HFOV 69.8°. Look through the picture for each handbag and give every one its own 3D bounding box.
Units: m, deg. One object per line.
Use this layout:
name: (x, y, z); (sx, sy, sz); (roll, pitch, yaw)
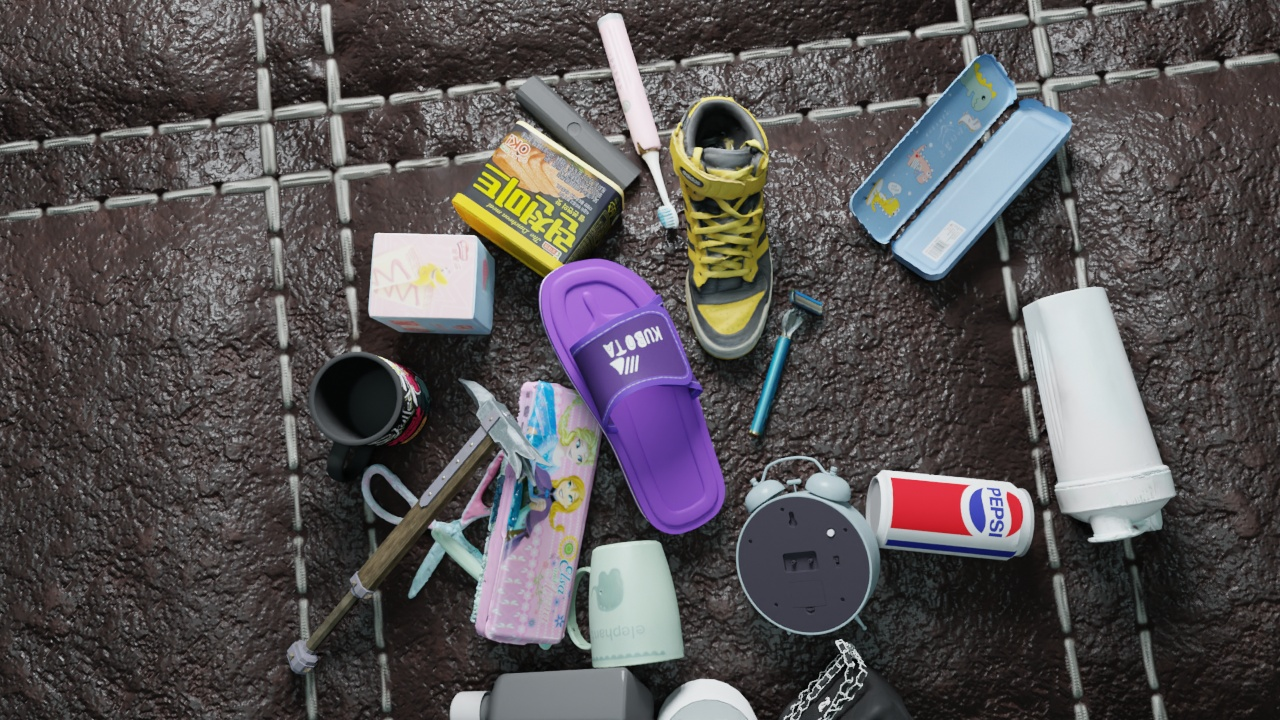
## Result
handbag: (0.158, 0.311, 0.774); (0.125, 0.153, 0.114); (-43, 88, 1)

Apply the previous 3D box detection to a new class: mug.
mug: (0.068, 0.342, 0.814); (0.115, 0.068, 0.094); (39, 86, 5)
mug: (-0.021, 0.221, 0.830); (0.111, 0.084, 0.104); (-16, 73, 28)
mug: (-0.251, 0.055, 0.838); (0.082, 0.098, 0.118); (21, 85, 3)

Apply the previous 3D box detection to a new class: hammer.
hammer: (-0.221, 0.163, 0.834); (0.317, 0.028, 0.147); (-49, 50, 7)

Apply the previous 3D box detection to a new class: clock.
clock: (0.148, 0.165, 0.819); (0.123, 0.045, 0.159); (-12, 84, 27)

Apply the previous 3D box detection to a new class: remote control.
remote control: (-0.062, -0.222, 0.904); (0.147, 0.015, 0.033); (43, 87, 5)

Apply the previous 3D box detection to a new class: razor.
razor: (0.132, 0.005, 0.874); (0.042, 0.022, 0.144); (21, 88, -33)

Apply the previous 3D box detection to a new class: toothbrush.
toothbrush: (-0.137, 0.210, 0.853); (0.155, 0.015, 0.022); (43, 75, 0)
toothbrush: (0.000, -0.233, 0.897); (0.026, 0.027, 0.222); (-13, 82, -29)

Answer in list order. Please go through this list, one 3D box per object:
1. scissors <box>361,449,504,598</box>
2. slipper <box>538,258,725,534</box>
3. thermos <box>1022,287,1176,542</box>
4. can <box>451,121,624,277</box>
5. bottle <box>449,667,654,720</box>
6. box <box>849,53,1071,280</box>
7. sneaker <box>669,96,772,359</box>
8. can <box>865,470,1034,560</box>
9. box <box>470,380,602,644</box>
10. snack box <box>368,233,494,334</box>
scissors: (-0.187, 0.144, 0.871); (0.177, 0.013, 0.170); (32, 89, 2)
slipper: (0.005, 0.032, 0.806); (0.107, 0.084, 0.266); (-25, 99, -11)
thermos: (0.411, 0.048, 0.827); (0.099, 0.099, 0.220); (-9, 80, 0)
can: (-0.093, -0.146, 0.870); (0.131, 0.072, 0.101); (35, 83, 5)
bottle: (-0.082, 0.307, 0.806); (0.174, 0.084, 0.046); (-8, 54, 16)
box: (0.304, -0.184, 0.881); (0.125, 0.043, 0.209); (42, 86, 7)
sneaker: (0.078, -0.125, 0.837); (0.086, 0.122, 0.238); (-7, 83, 2)
can: (0.277, 0.140, 0.829); (0.132, 0.070, 0.070); (5, 84, 2)
box: (-0.098, 0.139, 0.844); (0.084, 0.071, 0.230); (18, 77, -35)
snack box: (-0.190, -0.070, 0.852); (0.095, 0.093, 0.079); (2, 84, 2)
